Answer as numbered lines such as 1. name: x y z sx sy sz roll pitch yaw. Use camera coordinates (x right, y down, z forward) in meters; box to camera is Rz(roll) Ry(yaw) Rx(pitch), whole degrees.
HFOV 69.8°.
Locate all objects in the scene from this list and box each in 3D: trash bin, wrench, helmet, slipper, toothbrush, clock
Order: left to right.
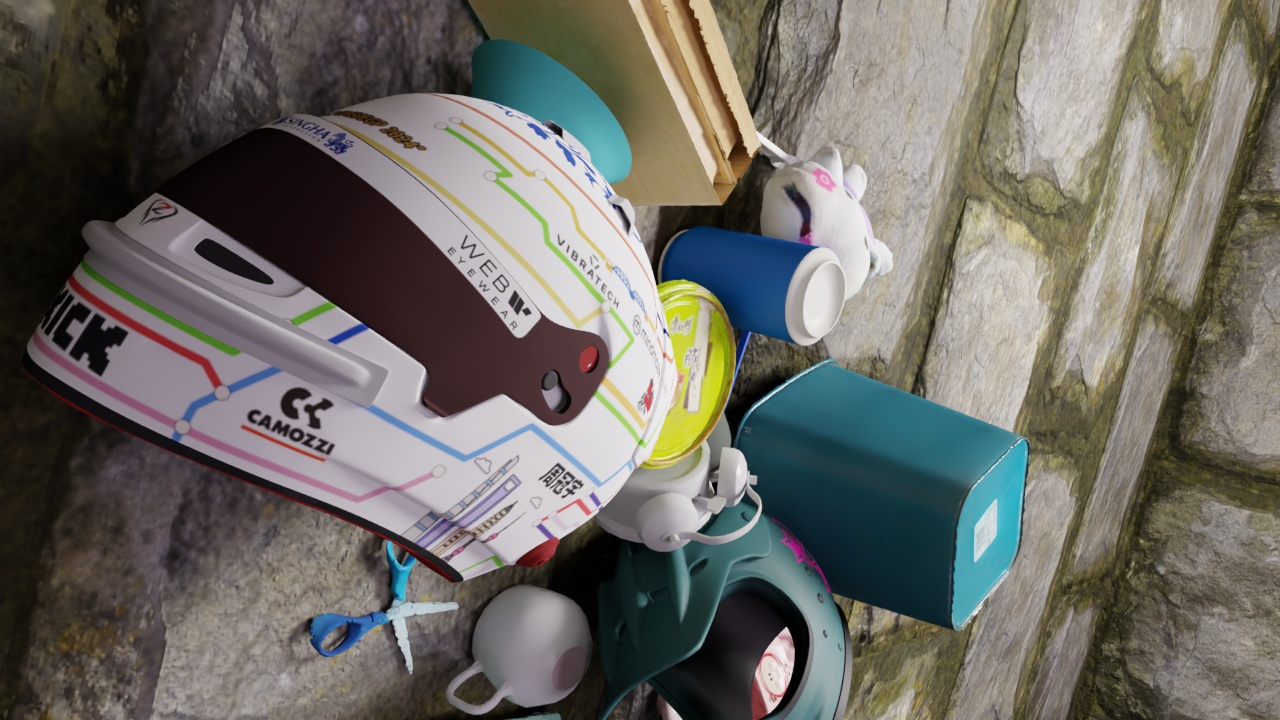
1. helmet: -0.109 -0.024 0.487 0.235 0.231 0.314 -57 144 -10
2. clock: 0.024 0.104 0.744 0.119 0.159 0.061 -30 133 -38
3. helmet: 0.058 0.224 0.772 0.177 0.200 0.274 -46 -171 21
4. wrench: 0.065 -0.207 0.765 0.273 0.047 0.009 17 90 -52
5. slipper: 0.111 0.353 0.978 0.221 0.056 0.106 -10 68 -38
6. toothbrush: 0.107 -0.037 0.894 0.011 0.016 0.187 7 100 -51
7. trash bin: 0.235 0.131 0.889 0.196 0.219 0.199 -28 122 -40

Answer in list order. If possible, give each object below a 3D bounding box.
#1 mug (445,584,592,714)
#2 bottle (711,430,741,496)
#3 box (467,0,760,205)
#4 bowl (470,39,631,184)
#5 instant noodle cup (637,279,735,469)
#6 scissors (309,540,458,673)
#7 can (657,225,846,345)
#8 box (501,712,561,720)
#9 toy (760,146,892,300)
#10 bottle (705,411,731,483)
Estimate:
1. mug: -0.094 0.235 0.721 0.123 0.076 0.090 -31 125 -38
2. bottle: 0.093 0.109 0.917 0.122 0.033 0.033 -52 136 -21
3. box: -0.025 -0.213 0.593 0.091 0.128 0.249 -53 137 -22
4. bowl: -0.069 -0.137 0.577 0.046 0.121 0.121 -56 137 -18
5. instant noodle cup: -0.004 0.004 0.720 0.145 0.098 0.146 -17 115 -43
6. scissors: -0.182 0.181 0.654 0.126 0.014 0.127 -33 130 -41
7. can: 0.091 -0.065 0.763 0.078 0.146 0.079 -20 118 -43
8. box: -0.146 0.347 0.742 0.187 0.078 0.113 16 121 -48
9. toy: 0.171 -0.125 0.849 0.208 0.086 0.137 -25 97 -62
10. bottle: 0.048 0.059 0.827 0.060 0.060 0.108 -44 132 -29
